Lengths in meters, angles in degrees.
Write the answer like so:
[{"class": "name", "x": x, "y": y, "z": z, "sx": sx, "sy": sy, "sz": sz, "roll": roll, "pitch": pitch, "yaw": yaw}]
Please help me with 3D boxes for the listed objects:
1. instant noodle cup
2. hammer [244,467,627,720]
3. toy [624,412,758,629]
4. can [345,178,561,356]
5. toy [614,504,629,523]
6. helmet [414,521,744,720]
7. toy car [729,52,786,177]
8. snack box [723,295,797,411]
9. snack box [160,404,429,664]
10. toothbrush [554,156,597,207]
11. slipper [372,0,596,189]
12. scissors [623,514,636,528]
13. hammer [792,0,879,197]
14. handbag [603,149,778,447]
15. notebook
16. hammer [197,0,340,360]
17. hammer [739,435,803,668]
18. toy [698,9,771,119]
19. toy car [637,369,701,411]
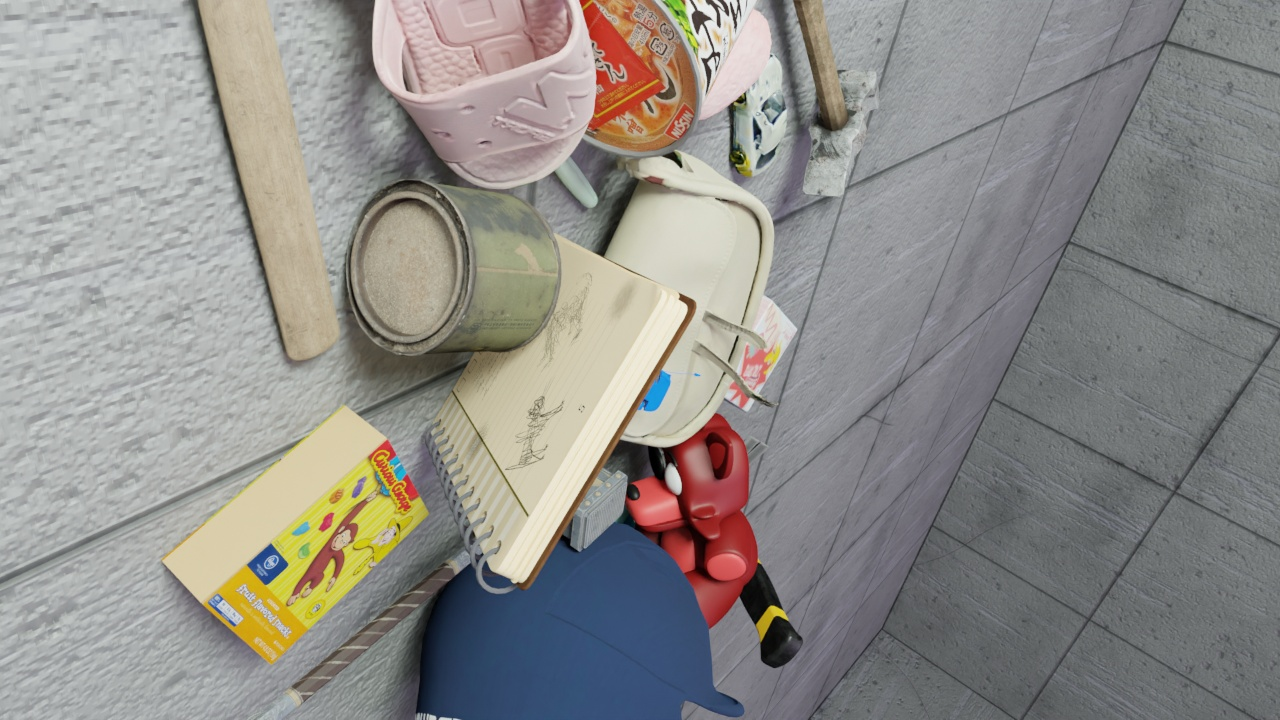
[{"class": "instant noodle cup", "x": 0.007, "y": -0.198, "z": 0.501, "sx": 0.121, "sy": 0.124, "sz": 0.124, "roll": -55, "pitch": 154, "yaw": -27}, {"class": "hammer", "x": -0.141, "y": 0.149, "z": 0.590, "sx": 0.320, "sy": 0.098, "sz": 0.044, "roll": -37, "pitch": 146, "yaw": -43}, {"class": "toy", "x": 0.046, "y": 0.128, "z": 0.833, "sx": 0.120, "sy": 0.158, "sz": 0.197, "roll": -8, "pitch": 115, "yaw": -12}, {"class": "can", "x": -0.100, "y": -0.048, "z": 0.491, "sx": 0.074, "sy": 0.090, "sz": 0.090, "roll": -5, "pitch": 122, "yaw": -58}, {"class": "toy", "x": -0.043, "y": 0.158, "z": 0.863, "sx": 0.105, "sy": 0.033, "sz": 0.085, "roll": -42, "pitch": 153, "yaw": -42}, {"class": "helmet", "x": -0.042, "y": 0.238, "z": 0.729, "sx": 0.272, "sy": 0.233, "sz": 0.222, "roll": 32, "pitch": 59, "yaw": -38}, {"class": "toy car", "x": 0.096, "y": -0.195, "z": 0.735, "sx": 0.048, "sy": 0.033, "sz": 0.105, "roll": -44, "pitch": 149, "yaw": -23}, {"class": "snack box", "x": 0.078, "y": -0.018, "z": 0.832, "sx": 0.095, "sy": 0.079, "sz": 0.093, "roll": -58, "pitch": 153, "yaw": 0}, {"class": "snack box", "x": -0.196, "y": 0.102, "z": 0.539, "sx": 0.125, "sy": 0.040, "sz": 0.088, "roll": -45, "pitch": 150, "yaw": -25}, {"class": "toothbrush", "x": -0.058, "y": -0.131, "z": 0.559, "sx": 0.154, "sy": 0.015, "sz": 0.022, "roll": 43, "pitch": 51, "yaw": -63}, {"class": "slipper", "x": -0.070, "y": -0.145, "z": 0.404, "sx": 0.094, "sy": 0.064, "sz": 0.239, "roll": -12, "pitch": 153, "yaw": 0}, {"class": "scissors", "x": -0.016, "y": 0.196, "z": 0.965, "sx": 0.136, "sy": 0.019, "sz": 0.138, "roll": -57, "pitch": 154, "yaw": 2}, {"class": "hammer", "x": 0.129, "y": -0.259, "z": 0.695, "sx": 0.319, "sy": 0.049, "sz": 0.121, "roll": 53, "pitch": 52, "yaw": -56}, {"class": "handbag", "x": 0.025, "y": -0.030, "z": 0.676, "sx": 0.183, "sy": 0.132, "sz": 0.229, "roll": 0, "pitch": 121, "yaw": -49}, {"class": "notebook", "x": -0.061, "y": 0.014, "z": 0.516, "sx": 0.024, "sy": 0.225, "sz": 0.167, "roll": 30, "pitch": 93, "yaw": -24}, {"class": "hammer", "x": -0.165, "y": -0.129, "z": 0.381, "sx": 0.119, "sy": 0.031, "sz": 0.332, "roll": -36, "pitch": 149, "yaw": -35}, {"class": "hammer", "x": 0.103, "y": 0.195, "z": 0.919, "sx": 0.170, "sy": 0.034, "sz": 0.324, "roll": -57, "pitch": -164, "yaw": 11}, {"class": "toy", "x": 0.048, "y": -0.219, "z": 0.611, "sx": 0.108, "sy": 0.053, "sz": 0.105, "roll": -38, "pitch": 136, "yaw": -34}, {"class": "toy car", "x": -0.004, "y": 0.003, "z": 0.642, "sx": 0.061, "sy": 0.092, "sz": 0.033, "roll": -63, "pitch": 179, "yaw": -66}]
